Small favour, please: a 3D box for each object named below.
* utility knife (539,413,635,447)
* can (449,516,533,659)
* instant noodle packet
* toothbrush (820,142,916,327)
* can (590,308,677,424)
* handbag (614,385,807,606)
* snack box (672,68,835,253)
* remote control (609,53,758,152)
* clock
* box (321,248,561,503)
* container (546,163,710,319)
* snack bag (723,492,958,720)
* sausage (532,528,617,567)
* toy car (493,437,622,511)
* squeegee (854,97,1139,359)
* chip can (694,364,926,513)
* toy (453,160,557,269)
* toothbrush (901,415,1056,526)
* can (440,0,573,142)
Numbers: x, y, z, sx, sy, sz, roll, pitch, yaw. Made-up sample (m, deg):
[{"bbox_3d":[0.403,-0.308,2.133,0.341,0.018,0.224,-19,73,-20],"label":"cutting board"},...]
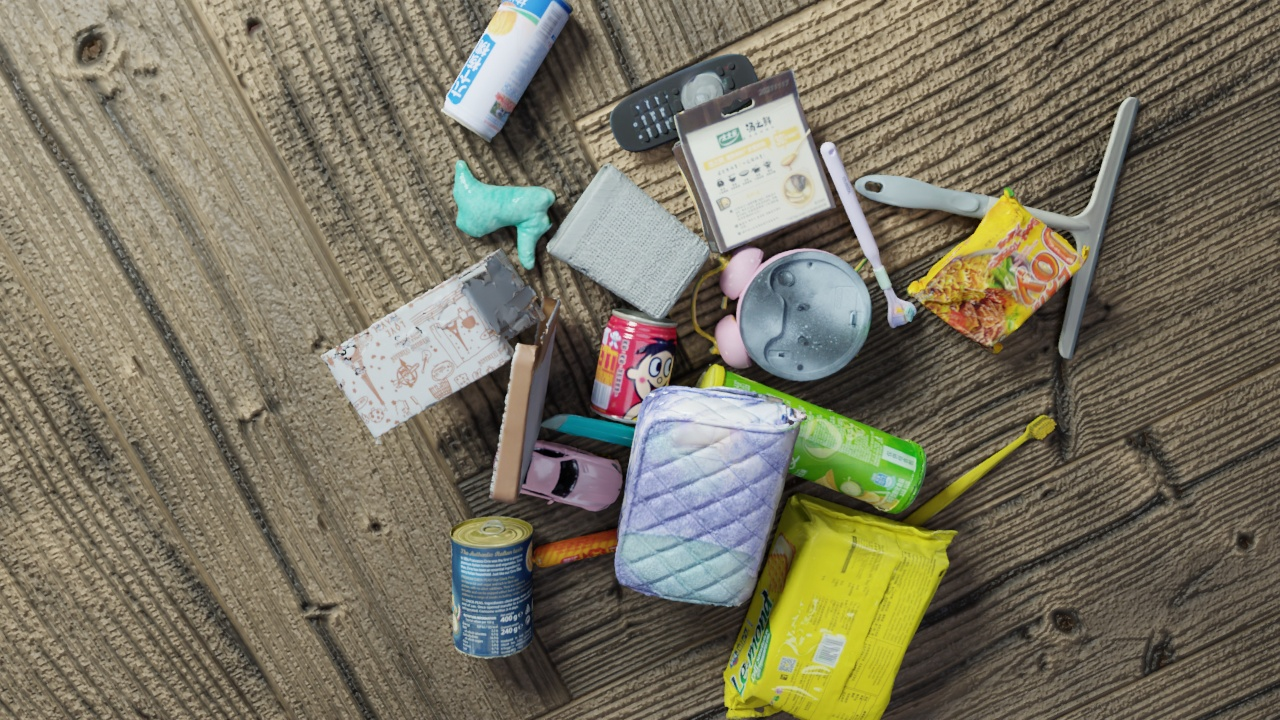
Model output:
[{"bbox_3d":[0.006,0.073,0.828,0.207,0.013,0.029,16,139,-29],"label":"utility knife"},{"bbox_3d":[-0.136,0.209,0.848,0.075,0.075,0.111,0,100,-4],"label":"can"},{"bbox_3d":[0.323,-0.077,0.821,0.110,0.044,0.129,33,116,-14],"label":"instant noodle packet"},{"bbox_3d":[0.202,-0.111,0.823,0.029,0.021,0.189,-33,113,-4],"label":"toothbrush"},{"bbox_3d":[-0.005,0.005,0.826,0.066,0.066,0.094,11,98,-5],"label":"can"},{"bbox_3d":[0.053,0.115,0.790,0.134,0.075,0.194,10,118,-3],"label":"handbag"},{"bbox_3d":[0.097,-0.172,0.805,0.113,0.053,0.125,-22,99,-6],"label":"snack box"},{"bbox_3d":[0.038,-0.227,0.810,0.136,0.024,0.053,-24,103,0],"label":"remote control"},{"bbox_3d":[0.124,-0.046,0.825,0.158,0.059,0.117,2,107,-3],"label":"clock"},{"bbox_3d":[-0.126,0.016,0.762,0.153,0.182,0.178,-28,101,11],"label":"box"},{"bbox_3d":[-0.009,-0.100,0.798,0.114,0.090,0.090,35,96,-11],"label":"container"},{"bbox_3d":[0.185,0.251,0.874,0.158,0.068,0.247,16,103,-4],"label":"snack bag"},{"bbox_3d":[-0.026,0.172,0.875,0.165,0.021,0.021,-13,100,-1],"label":"sausage"},{"bbox_3d":[-0.076,0.105,0.854,0.122,0.037,0.056,15,100,-7],"label":"toy car"},{"bbox_3d":[0.318,-0.139,0.836,0.246,0.039,0.246,10,99,-5],"label":"squeegee"},{"bbox_3d":[0.153,0.074,0.845,0.221,0.072,0.072,21,97,-6],"label":"chip can"},{"bbox_3d":[-0.120,-0.129,0.816,0.092,0.030,0.096,0,105,-1],"label":"toy"},{"bbox_3d":[0.323,0.115,0.890,0.190,0.016,0.015,-38,99,3],"label":"toothbrush"},{"bbox_3d":[-0.114,-0.256,0.781,0.053,0.053,0.134,32,96,-8],"label":"can"}]
